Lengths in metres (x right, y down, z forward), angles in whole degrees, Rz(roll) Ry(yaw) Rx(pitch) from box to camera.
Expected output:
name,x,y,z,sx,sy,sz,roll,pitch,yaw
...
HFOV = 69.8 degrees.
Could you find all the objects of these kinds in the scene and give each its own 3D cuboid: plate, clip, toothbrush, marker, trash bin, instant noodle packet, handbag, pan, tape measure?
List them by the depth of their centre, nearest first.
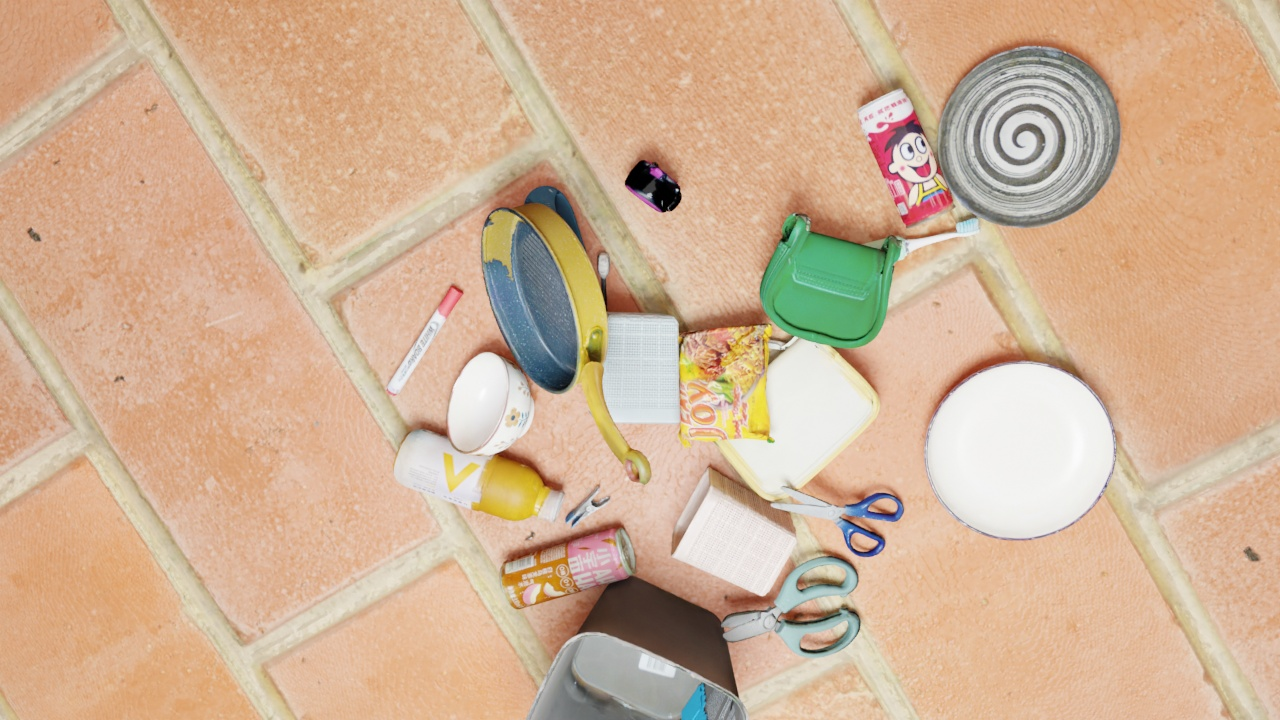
name,x,y,z,sx,sy,sz,roll,pitch,yaw
pan,-0.070,-0.013,0.880,0.078,0.357,0.198,-23,138,-27
handbag,0.190,-0.081,0.927,0.131,0.068,0.120,13,113,-4
plate,0.391,-0.225,0.932,0.179,0.024,0.179,1,99,6
instant noodle packet,0.086,0.028,0.962,0.111,0.044,0.128,-3,83,26
toothbrush,0.243,-0.112,0.963,0.225,0.026,0.027,-13,116,8
tape measure,0.015,-0.184,0.963,0.058,0.057,0.039,35,95,-15
trash bin,-0.001,0.353,0.964,0.198,0.219,0.199,25,100,3
plate,0.396,0.093,0.971,0.192,0.039,0.192,1,98,6
handbag,0.146,0.039,0.989,0.163,0.063,0.178,-44,77,10
toothbrush,-0.040,-0.028,1.014,0.015,0.018,0.181,-1,100,-1
marker,-0.245,-0.021,1.037,0.017,0.017,0.145,35,100,0
clip,-0.061,0.168,1.043,0.057,0.025,0.032,-42,98,4

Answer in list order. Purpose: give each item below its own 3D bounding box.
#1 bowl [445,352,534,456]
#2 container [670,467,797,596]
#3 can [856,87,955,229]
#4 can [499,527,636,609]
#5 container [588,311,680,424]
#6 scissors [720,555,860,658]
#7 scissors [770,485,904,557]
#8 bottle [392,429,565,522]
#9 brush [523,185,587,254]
name,x,y,z,sx,sy,sz,roll,pitch,yaw
bowl,-0.157,0.053,1.006,0.062,0.113,0.113,20,104,-42
container,0.103,0.187,0.995,0.111,0.090,0.090,27,100,-1
can,0.269,-0.205,0.933,0.053,0.053,0.133,-24,95,9
can,-0.082,0.235,1.036,0.147,0.058,0.058,-18,96,9
container,-0.006,0.006,0.972,0.090,0.090,0.111,1,96,-9
scissors,0.167,0.291,1.005,0.179,0.019,0.143,-19,102,-17
scissors,0.215,0.155,0.975,0.132,0.012,0.172,-39,120,-4
bottle,-0.179,0.134,1.027,0.189,0.068,0.068,19,100,3
brush,-0.086,-0.115,0.976,0.055,0.073,0.144,-17,98,-1
